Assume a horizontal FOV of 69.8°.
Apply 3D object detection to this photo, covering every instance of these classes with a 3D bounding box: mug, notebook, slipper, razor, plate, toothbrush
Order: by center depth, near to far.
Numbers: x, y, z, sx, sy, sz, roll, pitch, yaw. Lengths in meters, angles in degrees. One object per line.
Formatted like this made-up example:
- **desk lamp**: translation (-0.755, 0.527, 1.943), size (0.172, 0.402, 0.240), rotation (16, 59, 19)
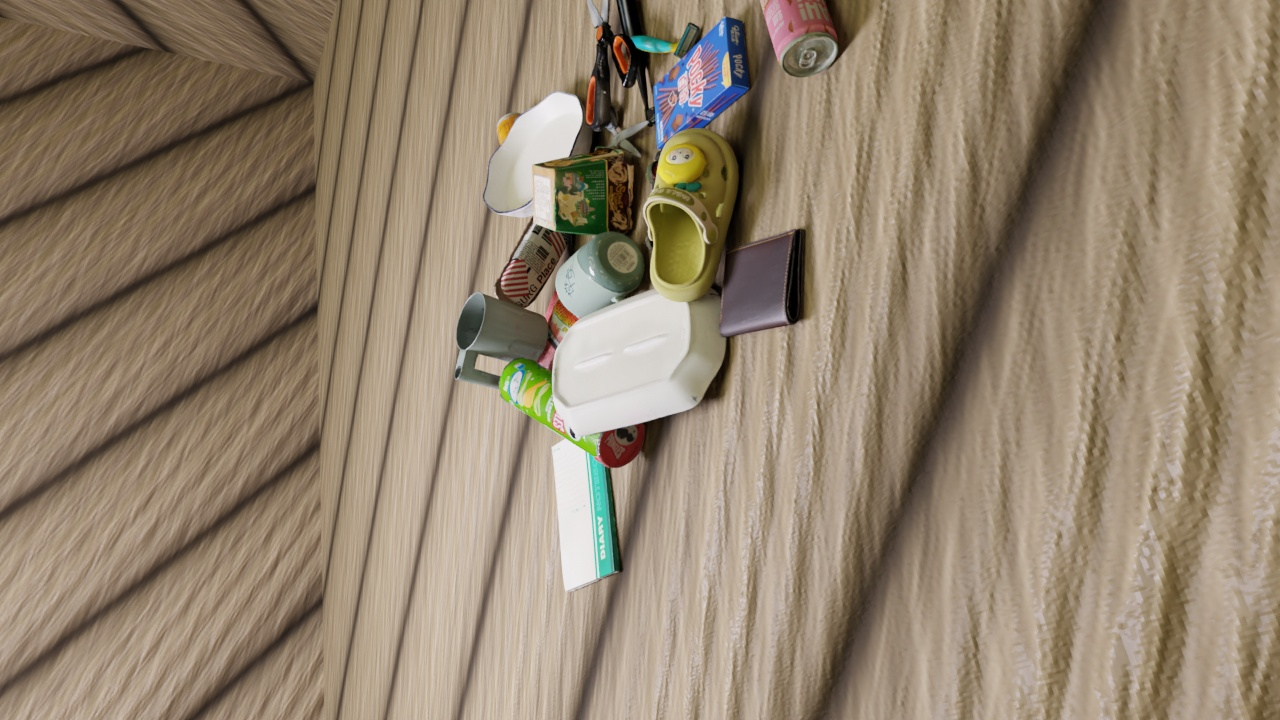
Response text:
- **slipper**: translation (0.048, -0.158, 0.969), size (0.092, 0.081, 0.190), rotation (6, 86, 22)
- **plate**: translation (-0.016, -0.006, 1.055), size (0.266, 0.034, 0.161), rotation (-16, 63, 40)
- **razor**: translation (0.026, -0.388, 1.121), size (0.133, 0.028, 0.043), rotation (29, 97, 53)
- **mug**: translation (-0.046, -0.097, 1.162), size (0.107, 0.082, 0.111), rotation (-30, 72, 55)
- **toothbrush**: translation (-0.004, -0.393, 1.181), size (0.027, 0.026, 0.212), rotation (-25, 66, 34)
- **notebook**: translation (-0.076, 0.196, 1.242), size (0.151, 0.012, 0.209), rotation (-37, 54, 52)
- **mug**: translation (-0.196, -0.022, 1.274), size (0.084, 0.103, 0.124), rotation (2, 77, 55)
- **plate**: translation (-0.146, -0.294, 1.332), size (0.205, 0.045, 0.204), rotation (-26, 49, 34)

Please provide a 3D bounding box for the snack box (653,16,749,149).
- **snack box**: translation (0.065, -0.310, 1.044), size (0.157, 0.026, 0.084), rotation (-27, 63, 57)

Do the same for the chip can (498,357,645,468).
- **chip can**: translation (-0.095, 0.063, 1.181), size (0.236, 0.072, 0.072), rotation (25, 108, 46)

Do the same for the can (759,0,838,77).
- **can**: translation (0.144, -0.345, 0.876), size (0.058, 0.057, 0.147), rotation (-43, 50, 50)

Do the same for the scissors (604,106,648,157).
- **scissors**: translation (-0.031, -0.293, 1.218), size (0.172, 0.014, 0.159), rotation (-52, 41, 48)

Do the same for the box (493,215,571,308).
- **box**: translation (-0.146, -0.150, 1.313), size (0.163, 0.074, 0.079), rotation (-63, 11, -23)

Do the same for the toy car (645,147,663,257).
- **toy car**: translation (0.038, -0.180, 1.059), size (0.071, 0.041, 0.155), rotation (-12, 73, 60)

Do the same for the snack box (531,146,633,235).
- **snack box**: translation (-0.081, -0.216, 1.191), size (0.117, 0.105, 0.118), rotation (30, 122, 59)

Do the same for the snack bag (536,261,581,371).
- **snack bag**: translation (-0.121, -0.024, 1.306), size (0.208, 0.073, 0.128), rotation (-63, 34, 27)

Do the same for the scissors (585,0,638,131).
- **scissors**: translation (-0.041, -0.415, 1.210), size (0.224, 0.021, 0.221), rotation (-142, 59, -59)

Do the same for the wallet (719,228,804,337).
- **wallet**: translation (0.119, -0.076, 0.925), size (0.122, 0.020, 0.096), rotation (-8, 74, 61)

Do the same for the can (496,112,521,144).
- **can**: translation (-0.191, -0.331, 1.471), size (0.058, 0.058, 0.146), rotation (-57, 40, 41)
